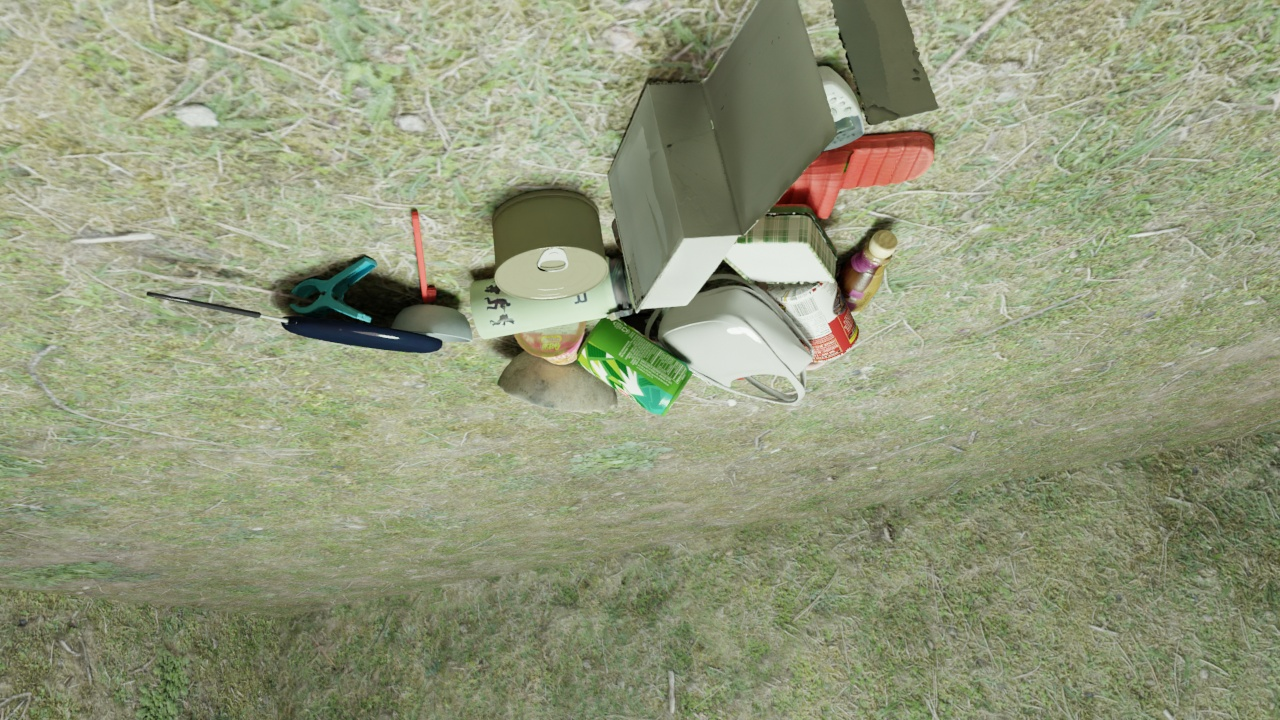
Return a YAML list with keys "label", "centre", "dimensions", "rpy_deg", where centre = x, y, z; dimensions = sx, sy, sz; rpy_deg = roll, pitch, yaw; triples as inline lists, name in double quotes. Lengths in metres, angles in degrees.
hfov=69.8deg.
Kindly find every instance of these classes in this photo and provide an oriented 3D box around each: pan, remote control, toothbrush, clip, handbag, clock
- label: "pan"
  centre: [-0.410, -0.042, 1.117]
  dimensions: [0.355, 0.021, 0.199]
  rpy_deg: [12, 173, -44]
- label: "remote control"
  centre: [0.183, -0.248, 0.905]
  dimensions: [0.060, 0.028, 0.114]
  rpy_deg: [-17, 157, 21]
- label: "toothbrush"
  centre: [-0.257, -0.118, 1.095]
  dimensions: [0.018, 0.012, 0.213]
  rpy_deg: [-4, 158, -11]
- label: "clip"
  centre: [-0.369, -0.068, 1.095]
  dimensions: [0.120, 0.102, 0.027]
  rpy_deg: [-4, 161, 27]
- label: "handbag"
  centre: [0.139, -0.010, 1.267]
  dimensions: [0.222, 0.095, 0.216]
  rpy_deg: [41, 148, -29]
- label: "clock"
  centre: [-0.009, -0.035, 1.347]
  dimensions: [0.123, 0.043, 0.091]
  rpy_deg: [-19, 155, 27]

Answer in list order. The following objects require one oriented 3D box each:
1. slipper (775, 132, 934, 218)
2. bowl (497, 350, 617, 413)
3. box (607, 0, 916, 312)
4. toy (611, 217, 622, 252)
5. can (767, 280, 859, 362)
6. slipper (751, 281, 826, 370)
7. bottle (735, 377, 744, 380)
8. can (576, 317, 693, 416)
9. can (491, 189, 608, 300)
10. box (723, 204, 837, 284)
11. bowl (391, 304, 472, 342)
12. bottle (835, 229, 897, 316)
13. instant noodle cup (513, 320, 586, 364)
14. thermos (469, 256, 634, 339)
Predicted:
- label: "slipper"
  centre: [0.205, -0.196, 1.003]
  dimensions: [0.248, 0.059, 0.104]
  rpy_deg: [-7, 158, -7]
- label: "bowl"
  centre: [-0.117, 0.017, 1.357]
  dimensions: [0.178, 0.081, 0.178]
  rpy_deg: [11, -172, -2]
- label: "box"
  centre: [0.072, -0.192, 0.818]
  dimensions: [0.098, 0.165, 0.370]
  rpy_deg: [-4, 161, -25]
- label: "toy"
  centre: [0.018, -0.156, 1.037]
  dimensions: [0.100, 0.062, 0.076]
  rpy_deg: [-24, 135, 22]
- label: "can"
  centre: [0.232, -0.069, 1.229]
  dimensions: [0.087, 0.086, 0.116]
  rpy_deg: [-18, 125, 23]
- label: "slipper"
  centre: [0.221, -0.053, 1.316]
  dimensions: [0.221, 0.056, 0.107]
  rpy_deg: [30, 94, -45]
- label: "bottle"
  centre: [0.150, -0.024, 1.384]
  dimensions: [0.099, 0.098, 0.111]
  rpy_deg: [-7, 148, -2]
- label: "can"
  centre: [-0.007, 0.007, 1.249]
  dimensions: [0.144, 0.082, 0.083]
  rpy_deg: [34, 154, 3]
- label: "can"
  centre: [-0.104, -0.129, 1.040]
  dimensions: [0.128, 0.073, 0.128]
  rpy_deg: [-7, 158, -3]
- label: "box"
  centre: [0.161, -0.133, 1.076]
  dimensions: [0.118, 0.051, 0.205]
  rpy_deg: [0, 173, 22]
- label: "bowl"
  centre: [-0.271, -0.050, 1.202]
  dimensions: [0.106, 0.039, 0.106]
  rpy_deg: [5, 175, 0]
- label: "bottle"
  centre: [0.298, -0.118, 1.227]
  dimensions: [0.059, 0.059, 0.166]
  rpy_deg: [-4, 157, -9]
- label: "instant noodle cup"
  centre: [-0.115, -0.039, 1.245]
  dimensions: [0.098, 0.097, 0.109]
  rpy_deg: [-9, 166, 2]
- label: "thermos"
  centre: [-0.092, -0.080, 1.153]
  dimensions: [0.231, 0.082, 0.082]
  rpy_deg: [-10, 158, 5]
